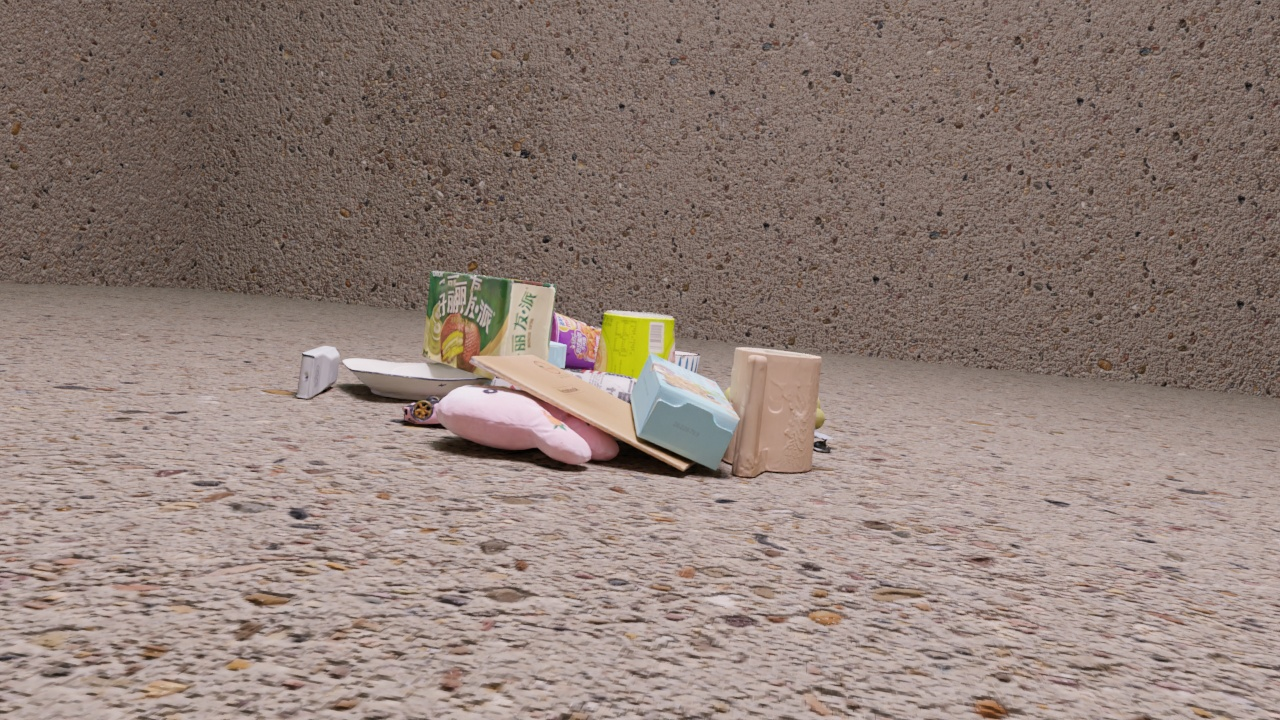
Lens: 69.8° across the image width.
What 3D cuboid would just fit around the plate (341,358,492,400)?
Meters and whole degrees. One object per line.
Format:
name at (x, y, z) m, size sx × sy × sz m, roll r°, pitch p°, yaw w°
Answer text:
plate at (-0.262, 0.024, 1.089) m, size 0.163 × 0.034 × 0.164 m, roll 3°, pitch 5°, yaw -30°

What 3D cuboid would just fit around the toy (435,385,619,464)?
toy at (-0.098, 0.055, 0.793) m, size 0.160 × 0.054 × 0.121 m, roll 15°, pitch 5°, yaw 24°

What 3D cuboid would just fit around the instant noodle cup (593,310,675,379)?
instant noodle cup at (-0.006, 0.006, 1.041) m, size 0.111 × 0.123 × 0.111 m, roll 5°, pitch 5°, yaw -1°

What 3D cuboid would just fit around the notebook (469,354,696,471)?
notebook at (-0.038, 0.042, 0.833) m, size 0.208 × 0.008 × 0.147 m, roll 26°, pitch 7°, yaw 12°

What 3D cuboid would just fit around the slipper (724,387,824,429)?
slipper at (0.157, 0.037, 1.120) m, size 0.091 × 0.081 × 0.190 m, roll 1°, pitch 5°, yaw -14°

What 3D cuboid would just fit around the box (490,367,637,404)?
box at (-0.072, 0.043, 0.960) m, size 0.163 × 0.076 × 0.087 m, roll 3°, pitch -16°, yaw 10°

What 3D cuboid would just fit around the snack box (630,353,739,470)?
snack box at (0.036, 0.042, 0.834) m, size 0.074 × 0.052 × 0.174 m, roll 23°, pitch 8°, yaw -6°

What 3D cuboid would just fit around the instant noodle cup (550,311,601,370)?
instant noodle cup at (-0.106, -0.016, 1.372) m, size 0.099 × 0.111 × 0.112 m, roll 11°, pitch 2°, yaw -28°

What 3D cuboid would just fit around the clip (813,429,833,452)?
clip at (0.183, 0.084, 0.963) m, size 0.026 × 0.038 × 0.058 m, roll 6°, pitch 3°, yaw -18°

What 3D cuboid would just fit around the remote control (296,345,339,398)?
remote control at (-0.362, 0.012, 1.034) m, size 0.024 × 0.049 × 0.125 m, roll 8°, pitch 4°, yaw -7°

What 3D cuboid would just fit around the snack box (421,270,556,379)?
snack box at (-0.187, -0.044, 1.099) m, size 0.063 × 0.114 × 0.240 m, roll 4°, pitch 5°, yaw -34°

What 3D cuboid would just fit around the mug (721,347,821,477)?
mug at (0.112, 0.044, 0.822) m, size 0.084 × 0.103 × 0.124 m, roll 8°, pitch 5°, yaw 23°

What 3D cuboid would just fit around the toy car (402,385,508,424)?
toy car at (-0.169, 0.048, 0.893) m, size 0.122 × 0.037 × 0.056 m, roll -7°, pitch 2°, yaw 0°

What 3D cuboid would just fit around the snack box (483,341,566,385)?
snack box at (-0.153, 0.007, 1.177) m, size 0.051 × 0.074 × 0.175 m, roll 4°, pitch 5°, yaw -30°

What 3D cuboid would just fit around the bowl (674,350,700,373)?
bowl at (0.024, 0.019, 1.292) m, size 0.116 × 0.066 × 0.116 m, roll 5°, pitch 4°, yaw 0°
